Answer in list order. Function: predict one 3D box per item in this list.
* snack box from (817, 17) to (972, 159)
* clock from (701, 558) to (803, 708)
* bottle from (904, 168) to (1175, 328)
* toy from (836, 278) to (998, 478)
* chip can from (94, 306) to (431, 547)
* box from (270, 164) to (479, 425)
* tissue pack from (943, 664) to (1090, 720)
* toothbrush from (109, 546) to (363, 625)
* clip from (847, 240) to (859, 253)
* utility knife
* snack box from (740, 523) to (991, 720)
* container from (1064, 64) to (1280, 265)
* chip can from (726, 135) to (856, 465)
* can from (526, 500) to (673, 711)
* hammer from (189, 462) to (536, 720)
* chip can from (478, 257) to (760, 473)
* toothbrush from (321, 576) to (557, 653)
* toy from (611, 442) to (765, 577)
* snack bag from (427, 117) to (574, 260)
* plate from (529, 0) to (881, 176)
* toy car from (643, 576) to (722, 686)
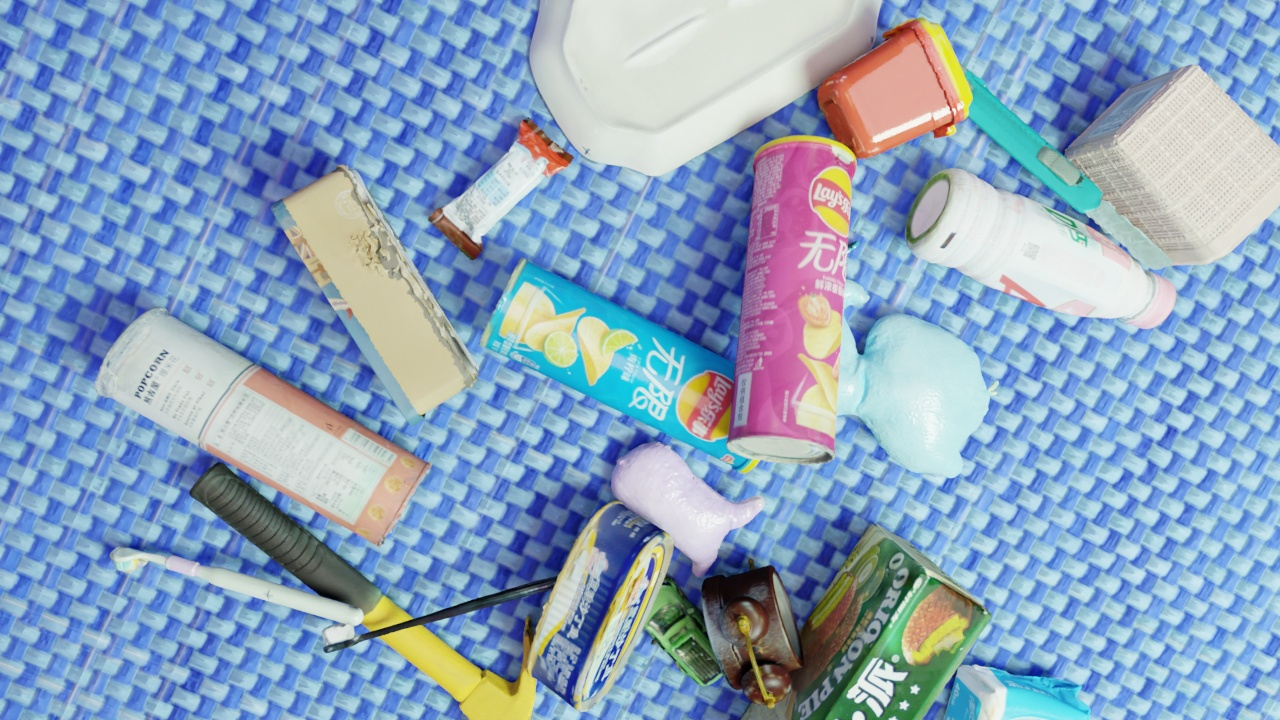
[{"bbox_3d":[0.171,-0.180,0.630,0.080,0.091,0.082,-28,98,6],"label":"snack box"},{"bbox_3d":[0.081,0.196,0.658,0.055,0.121,0.082,-19,99,11],"label":"clock"},{"bbox_3d":[0.293,-0.074,0.664,0.197,0.068,0.068,21,95,-10],"label":"bottle"},{"bbox_3d":[0.184,0.013,0.676,0.156,0.050,0.161,-12,91,5],"label":"toy"},{"bbox_3d":[-0.255,0.048,0.636,0.214,0.071,0.071,31,94,-8],"label":"chip can"},{"bbox_3d":[-0.171,-0.039,0.622,0.061,0.090,0.184,-30,97,-7],"label":"box"},{"bbox_3d":[0.286,0.309,0.714,0.090,0.063,0.140,13,96,-6],"label":"tissue pack"},{"bbox_3d":[-0.285,0.161,0.651,0.189,0.029,0.020,12,72,8],"label":"toothbrush"},{"bbox_3d":[0.134,-0.078,0.677,0.056,0.014,0.042,-36,98,2],"label":"clip"},{"bbox_3d":[0.297,-0.140,0.660,0.216,0.013,0.029,43,85,4],"label":"utility knife"},{"bbox_3d":[0.144,0.245,0.670,0.063,0.114,0.240,32,93,-7],"label":"snack box"},{"bbox_3d":[0.377,-0.138,0.651,0.090,0.090,0.111,-45,95,2],"label":"container"},{"bbox_3d":[0.102,-0.040,0.612,0.071,0.071,0.210,9,73,-5],"label":"chip can"},{"bbox_3d":[-0.029,0.177,0.658,0.049,0.074,0.148,28,102,25],"label":"can"},{"bbox_3d":[-0.200,0.181,0.678,0.300,0.033,0.129,41,93,-8],"label":"hammer"},{"bbox_3d":[-0.004,0.004,0.649,0.210,0.071,0.071,26,95,-7],"label":"chip can"},{"bbox_3d":[-0.140,0.178,0.657,0.181,0.015,0.018,-14,89,-2],"label":"toothbrush"},{"bbox_3d":[0.028,0.103,0.679,0.108,0.038,0.084,39,109,-3],"label":"toy"},{"bbox_3d":[-0.099,-0.122,0.648,0.048,0.026,0.104,43,93,-2],"label":"snack bag"},{"bbox_3d":[0.051,-0.242,0.638,0.266,0.034,0.162,-29,99,0],"label":"plate"},{"bbox_3d":[0.031,0.207,0.698,0.043,0.036,0.091,-41,95,3],"label":"toy car"}]
